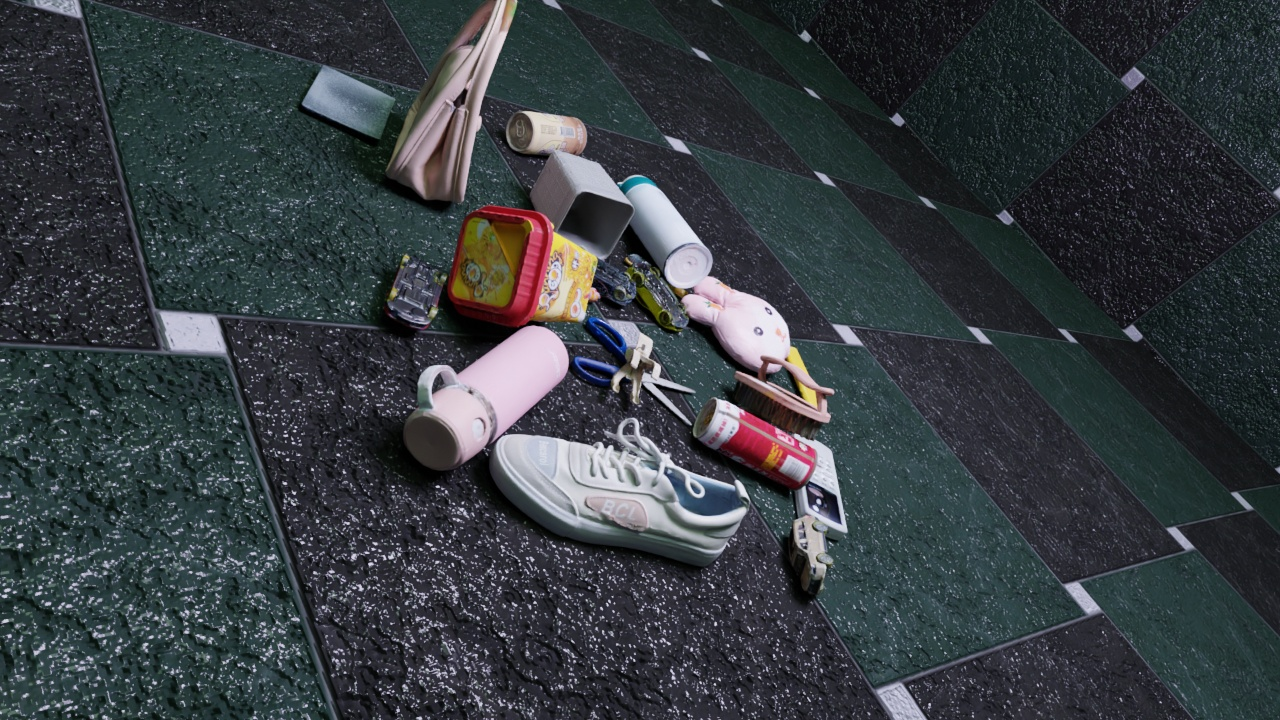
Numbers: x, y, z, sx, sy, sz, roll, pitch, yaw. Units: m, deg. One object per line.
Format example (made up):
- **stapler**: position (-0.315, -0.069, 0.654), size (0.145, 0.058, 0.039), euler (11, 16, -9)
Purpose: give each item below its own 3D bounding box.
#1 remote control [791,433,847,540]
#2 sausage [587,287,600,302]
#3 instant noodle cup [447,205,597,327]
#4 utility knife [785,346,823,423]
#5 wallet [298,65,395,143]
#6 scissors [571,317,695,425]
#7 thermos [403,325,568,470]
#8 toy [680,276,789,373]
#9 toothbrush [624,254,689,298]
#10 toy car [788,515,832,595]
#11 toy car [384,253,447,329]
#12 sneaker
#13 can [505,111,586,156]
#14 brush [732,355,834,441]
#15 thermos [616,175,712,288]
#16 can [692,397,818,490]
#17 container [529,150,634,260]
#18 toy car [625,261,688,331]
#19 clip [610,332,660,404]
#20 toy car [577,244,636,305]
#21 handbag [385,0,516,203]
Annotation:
- **remote control**: position (0.202, 0.140, 1.050), size (0.058, 0.021, 0.149), euler (27, 30, -15)
- **sausage**: position (-0.103, -0.080, 1.050), size (0.155, 0.020, 0.020), euler (2, 44, -44)
- **instant noodle cup**: position (-0.116, -0.089, 0.949), size (0.116, 0.116, 0.123), euler (13, 0, 34)
- **utility knife**: position (0.219, 0.031, 1.228), size (0.033, 0.015, 0.153), euler (27, 30, -28)
- **wallet**: position (-0.357, -0.314, 1.124), size (0.097, 0.019, 0.120), euler (22, 34, -19)
- **scissors**: position (-0.011, 0.011, 1.025), size (0.162, 0.012, 0.175), euler (-2, 48, -48)
- **thermos**: position (-0.136, 0.022, 0.814), size (0.067, 0.087, 0.198), euler (-2, 19, 24)
- **toy**: position (0.128, -0.049, 1.205), size (0.159, 0.054, 0.121), euler (33, 42, -3)
- **toothbrush**: position (0.063, -0.090, 1.233), size (0.191, 0.018, 0.016), euler (31, 32, -9)
- **toy car**: position (0.170, 0.196, 0.921), size (0.035, 0.042, 0.090), euler (8, 29, -2)
- **toy car**: position (-0.221, -0.064, 0.896), size (0.049, 0.031, 0.106), euler (24, 31, -19)
- **sneaker**: position (-0.011, 0.109, 0.810), size (0.242, 0.091, 0.089), euler (22, 32, -21)
- **can**: position (-0.134, -0.325, 1.323), size (0.116, 0.059, 0.058), euler (-11, 54, -51)
- **brush**: position (0.168, 0.041, 1.059), size (0.063, 0.073, 0.146), euler (20, 6, -28)
- **thermos**: position (0.028, -0.185, 1.264), size (0.073, 0.073, 0.224), euler (15, 29, -32)
- **can**: position (0.126, 0.092, 1.009), size (0.132, 0.053, 0.053), euler (28, 31, -14)
- **container**: position (-0.080, -0.203, 1.181), size (0.090, 0.090, 0.114), euler (11, 35, -37)
- **toy car**: position (0.019, -0.079, 1.163), size (0.105, 0.032, 0.048), euler (53, 32, 7)
- **clip**: position (-0.012, 0.015, 0.991), size (0.035, 0.084, 0.104), euler (31, 6, -14)
- **toy car**: position (-0.053, -0.104, 1.122), size (0.105, 0.031, 0.048), euler (32, 30, -10)
- **handbag**: position (-0.205, -0.317, 1.063), size (0.093, 0.235, 0.193), euler (21, 33, -20)
